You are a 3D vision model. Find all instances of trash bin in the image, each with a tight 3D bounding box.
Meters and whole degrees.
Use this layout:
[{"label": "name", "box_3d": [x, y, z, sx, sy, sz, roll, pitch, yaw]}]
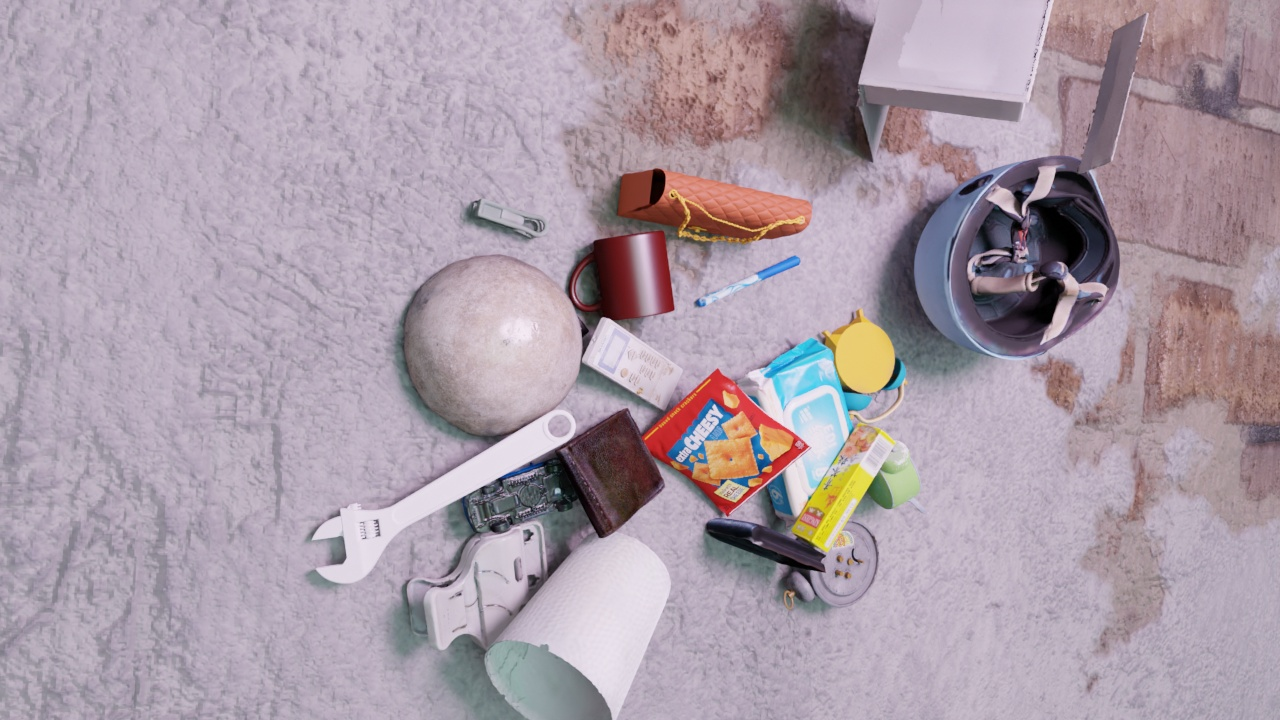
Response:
[{"label": "trash bin", "box_3d": [-0.050, 0.257, 0.886, 0.133, 0.134, 0.160, 57, 41, -17]}]

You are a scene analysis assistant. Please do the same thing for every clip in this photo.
[{"label": "clip", "box_3d": [-0.128, -0.139, 0.903, 0.076, 0.045, 0.023, 15, 88, -28]}, {"label": "clip", "box_3d": [-0.152, 0.231, 0.900, 0.143, 0.075, 0.125, -8, 94, -35]}]

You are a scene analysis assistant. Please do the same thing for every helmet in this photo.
[{"label": "helmet", "box_3d": [0.430, -0.114, 1.096, 0.265, 0.167, 0.225, -31, 104, -23]}]

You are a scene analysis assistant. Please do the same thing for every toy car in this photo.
[{"label": "toy car", "box_3d": [-0.119, 0.132, 0.914, 0.120, 0.044, 0.056, -16, 100, -22]}]

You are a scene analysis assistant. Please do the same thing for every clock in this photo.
[{"label": "clock", "box_3d": [0.221, 0.243, 1.079, 0.147, 0.056, 0.104, -33, 106, -23]}, {"label": "clock", "box_3d": [0.267, 0.010, 1.097, 0.099, 0.044, 0.129, -30, 98, -21]}, {"label": "clock", "box_3d": [0.290, 0.127, 1.087, 0.042, 0.094, 0.119, -27, 110, -12]}]

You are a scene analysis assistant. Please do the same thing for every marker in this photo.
[{"label": "marker", "box_3d": [0.123, -0.089, 1.036, 0.141, 0.013, 0.013, -25, 103, -23]}]

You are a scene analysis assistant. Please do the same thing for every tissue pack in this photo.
[{"label": "tissue pack", "box_3d": [0.188, 0.091, 1.051, 0.116, 0.066, 0.209, -24, 105, -22]}]

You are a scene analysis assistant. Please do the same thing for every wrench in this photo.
[{"label": "wrench", "box_3d": [-0.182, 0.122, 0.865, 0.273, 0.018, 0.066, -29, 88, -10]}]

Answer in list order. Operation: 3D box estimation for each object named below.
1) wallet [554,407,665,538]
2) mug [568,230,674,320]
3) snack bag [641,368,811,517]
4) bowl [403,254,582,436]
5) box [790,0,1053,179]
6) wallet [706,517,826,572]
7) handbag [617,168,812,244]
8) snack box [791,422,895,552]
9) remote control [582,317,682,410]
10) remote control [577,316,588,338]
[{"label": "wallet", "box_3d": [-0.029, 0.112, 0.935, 0.119, 0.031, 0.099, -31, 97, -52]}, {"label": "mug", "box_3d": [-0.022, -0.085, 0.941, 0.106, 0.073, 0.082, -8, 97, 4]}, {"label": "snack bag", "box_3d": [0.088, 0.091, 0.991, 0.144, 0.039, 0.131, 39, 113, -19]}, {"label": "bowl", "box_3d": [-0.130, -0.017, 0.873, 0.178, 0.081, 0.178, 1, 87, -24]}, {"label": "box", "box_3d": [0.295, -0.326, 1.037, 0.172, 0.380, 0.167, 17, 86, -9]}, {"label": "wallet", "box_3d": [0.142, 0.203, 1.020, 0.115, 0.089, 0.026, 26, 75, -26]}, {"label": "handbag", "box_3d": [0.077, -0.155, 0.956, 0.171, 0.109, 0.060, 6, 90, -26]}, {"label": "snack box", "box_3d": [0.225, 0.139, 1.016, 0.029, 0.040, 0.148, 38, 81, -26]}, {"label": "remote control", "box_3d": [-0.006, 0.006, 0.954, 0.135, 0.011, 0.050, 33, 78, -45]}, {"label": "remote control", "box_3d": [-0.110, 0.004, 0.930, 0.139, 0.009, 0.030, -44, 110, -17]}]
